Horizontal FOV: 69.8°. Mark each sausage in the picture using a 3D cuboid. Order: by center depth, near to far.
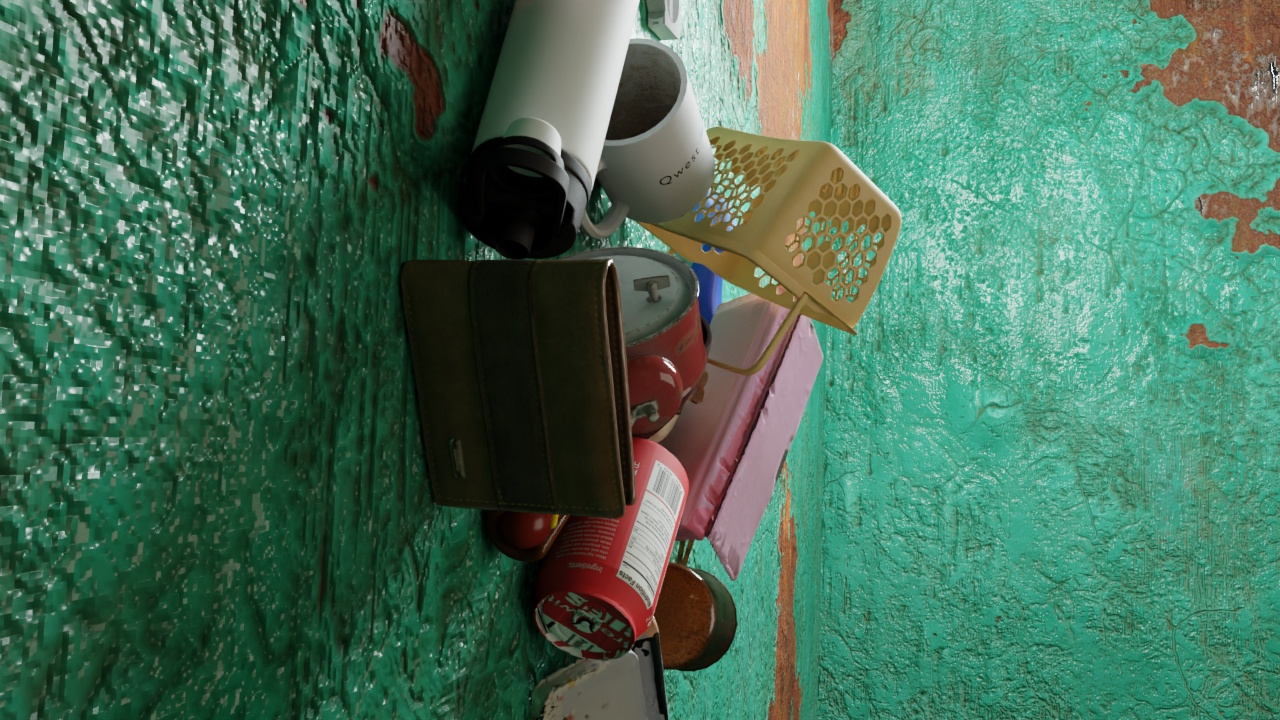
[{"bbox_3d":[-0.047,0.065,0.553,0.155,0.040,0.040,-55,142,-63],"label":"sausage"}]

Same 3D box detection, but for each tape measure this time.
[{"bbox_3d":[0.020,-0.315,0.799,0.064,0.017,0.065,-16,106,-73],"label":"tape measure"}]

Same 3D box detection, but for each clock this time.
[{"bbox_3d":[-0.023,-0.009,0.494,0.156,0.110,0.062,-78,162,-53],"label":"clock"}]

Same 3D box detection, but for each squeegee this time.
[{"bbox_3d":[0.056,-0.030,0.868,0.249,0.055,0.185,-24,129,-69],"label":"squeegee"}]

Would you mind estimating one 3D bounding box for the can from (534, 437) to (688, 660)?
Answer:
[{"bbox_3d":[-0.016,0.117,0.597,0.142,0.074,0.074,-68,153,-52],"label":"can"}]

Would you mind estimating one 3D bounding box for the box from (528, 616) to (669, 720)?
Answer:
[{"bbox_3d":[-0.026,0.270,0.642,0.114,0.095,0.217,-126,-153,-63],"label":"box"}]

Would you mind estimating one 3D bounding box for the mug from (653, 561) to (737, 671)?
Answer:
[{"bbox_3d":[0.023,0.220,0.742,0.111,0.085,0.081,-62,157,-8],"label":"mug"}]

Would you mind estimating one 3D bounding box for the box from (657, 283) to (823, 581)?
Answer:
[{"bbox_3d":[0.087,0.061,0.762,0.107,0.100,0.232,39,59,-24],"label":"box"}]

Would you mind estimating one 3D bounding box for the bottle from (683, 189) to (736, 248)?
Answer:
[{"bbox_3d":[0.069,-0.144,0.922,0.131,0.048,0.048,49,44,-66],"label":"bottle"}]

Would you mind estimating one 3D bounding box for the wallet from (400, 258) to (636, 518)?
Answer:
[{"bbox_3d":[-0.054,0.013,0.417,0.026,0.099,0.121,-51,140,-67],"label":"wallet"}]

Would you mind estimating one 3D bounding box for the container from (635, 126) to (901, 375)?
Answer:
[{"bbox_3d":[0.079,-0.076,0.690,0.129,0.183,0.167,33,90,-33],"label":"container"}]

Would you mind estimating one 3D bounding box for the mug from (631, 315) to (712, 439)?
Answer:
[{"bbox_3d":[-0.004,0.004,0.656,0.114,0.087,0.089,-112,-154,-51],"label":"mug"}]

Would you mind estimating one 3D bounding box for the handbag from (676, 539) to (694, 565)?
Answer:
[{"bbox_3d":[0.067,0.128,0.898,0.093,0.043,0.195,18,87,-75],"label":"handbag"}]

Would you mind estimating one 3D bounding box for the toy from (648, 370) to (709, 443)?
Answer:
[{"bbox_3d":[0.012,0.024,0.723,0.112,0.050,0.087,135,-35,-70],"label":"toy"}]

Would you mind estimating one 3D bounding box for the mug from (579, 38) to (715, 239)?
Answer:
[{"bbox_3d":[-0.008,-0.139,0.624,0.119,0.083,0.096,-56,155,-10],"label":"mug"}]

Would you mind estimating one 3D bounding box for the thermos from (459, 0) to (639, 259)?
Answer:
[{"bbox_3d":[-0.041,-0.164,0.485,0.101,0.068,0.229,115,-13,-63],"label":"thermos"}]
